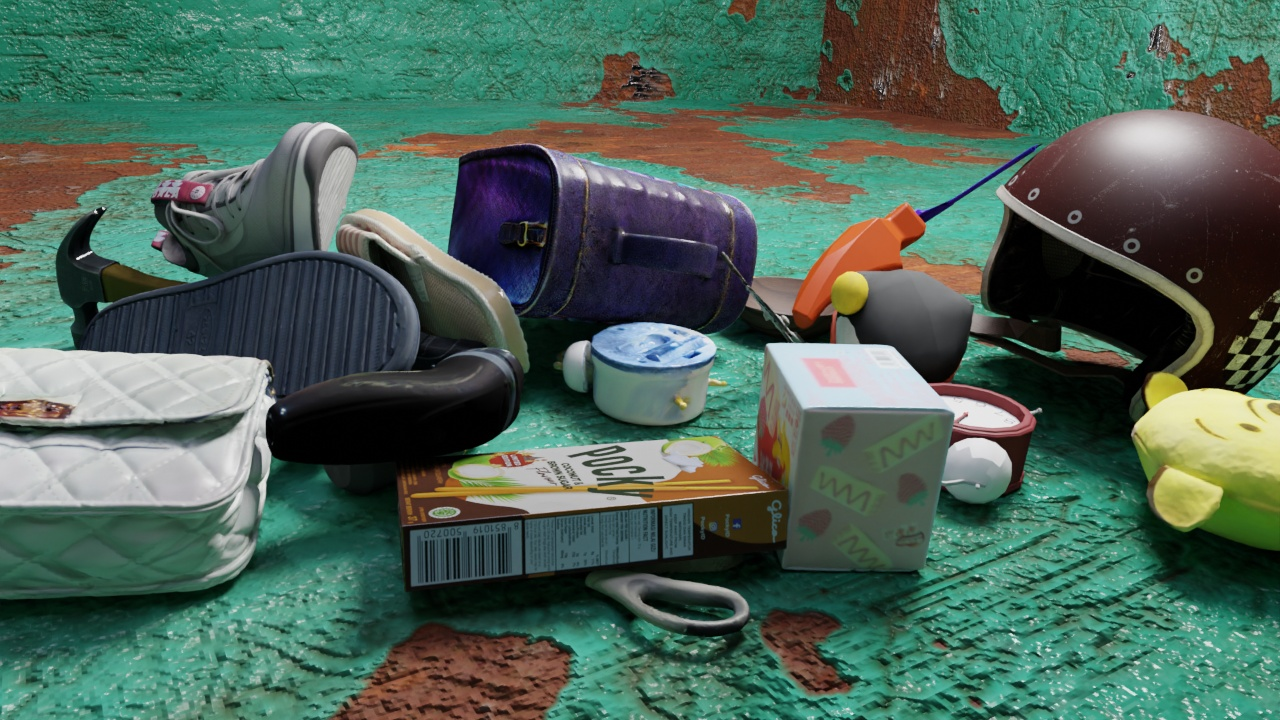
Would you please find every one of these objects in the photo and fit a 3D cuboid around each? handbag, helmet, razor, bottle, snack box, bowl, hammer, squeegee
[{"bbox_3d":[-0.029,-0.091,0.732,0.204,0.125,0.222,4,7,-43],"label":"handbag"},{"bbox_3d":[0.362,-0.062,0.697,0.233,0.254,0.233,4,29,-22],"label":"helmet"},{"bbox_3d":[-0.130,0.023,0.495,0.140,0.053,0.064,-7,30,-35],"label":"razor"},{"bbox_3d":[-0.133,0.044,0.547,0.047,0.047,0.112,20,27,37],"label":"bottle"},{"bbox_3d":[-0.030,0.074,0.478,0.185,0.032,0.101,-3,12,-16],"label":"snack box"},{"bbox_3d":[0.134,-0.044,0.833,0.119,0.032,0.119,3,21,-1],"label":"bowl"},{"bbox_3d":[-0.267,-0.029,0.652,0.333,0.118,0.025,13,31,9],"label":"hammer"},{"bbox_3d":[0.189,-0.087,0.765,0.184,0.055,0.250,-41,1,-25],"label":"squeegee"},{"bbox_3d":[-0.281,0.041,0.440,0.194,0.073,0.138,2,32,-17],"label":"handbag"},{"bbox_3d":[0.109,0.050,0.499,0.079,0.095,0.093,1,22,-5],"label":"snack box"}]

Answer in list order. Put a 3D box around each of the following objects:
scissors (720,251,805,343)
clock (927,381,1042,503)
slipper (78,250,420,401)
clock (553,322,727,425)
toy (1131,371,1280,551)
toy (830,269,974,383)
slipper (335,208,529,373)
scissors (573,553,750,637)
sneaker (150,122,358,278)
[{"bbox_3d":[0.110,-0.025,0.702,0.141,0.014,0.164,52,11,4],"label":"scissors"},{"bbox_3d":[0.199,0.051,0.579,0.087,0.044,0.124,19,25,35],"label":"clock"},{"bbox_3d":[-0.242,-0.006,0.593,0.264,0.101,0.082,-4,-16,21],"label":"slipper"},{"bbox_3d":[-0.004,0.004,0.661,0.125,0.052,0.088,18,26,34],"label":"clock"},{"bbox_3d":[0.378,0.074,0.496,0.214,0.084,0.148,15,17,31],"label":"toy"},{"bbox_3d":[0.185,-0.012,0.675,0.099,0.097,0.119,-13,-18,-7],"label":"toy"},{"bbox_3d":[-0.176,-0.051,0.710,0.052,0.115,0.263,-32,38,-28],"label":"slipper"},{"bbox_3d":[-0.019,0.102,0.460,0.164,0.012,0.153,15,21,38],"label":"scissors"},{"bbox_3d":[-0.287,-0.110,0.670,0.128,0.096,0.264,20,-24,-23],"label":"sneaker"}]
